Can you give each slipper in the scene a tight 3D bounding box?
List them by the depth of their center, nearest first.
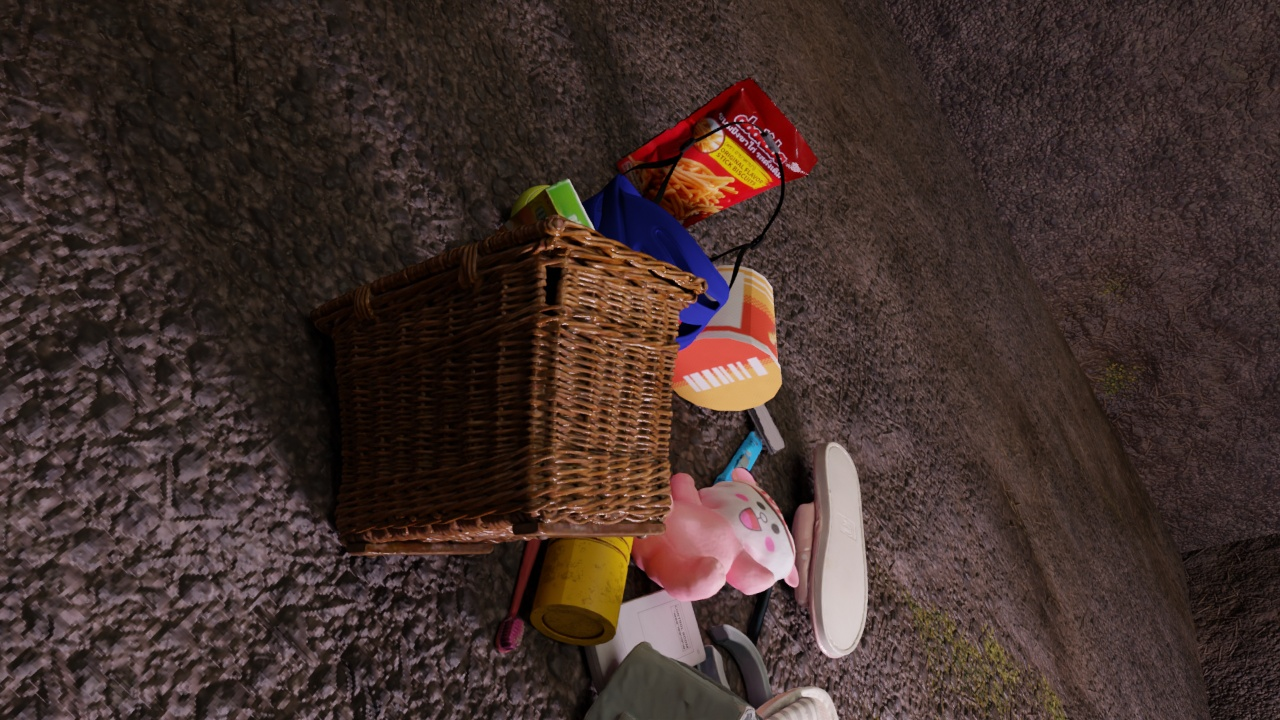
[{"bbox_3d":[0.106,0.383,0.820,0.271,0.054,0.114,-20,94,-45],"label":"slipper"},{"bbox_3d":[0.223,0.222,1.103,0.114,0.055,0.273,40,44,-33],"label":"slipper"}]

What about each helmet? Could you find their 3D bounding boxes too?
[{"bbox_3d":[0.041,-0.114,0.838,0.148,0.228,0.241,48,14,-33],"label":"helmet"}]

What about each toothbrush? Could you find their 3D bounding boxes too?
[{"bbox_3d":[-0.086,0.152,0.758,0.016,0.017,0.189,43,40,-28],"label":"toothbrush"}]

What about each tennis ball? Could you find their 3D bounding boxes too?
[{"bbox_3d":[-0.092,-0.135,0.882,0.065,0.065,0.065,31,47,-40],"label":"tennis ball"}]

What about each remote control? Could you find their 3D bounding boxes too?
[{"bbox_3d":[0.003,0.249,0.817,0.150,0.019,0.074,2,69,-54],"label":"remote control"},{"bbox_3d":[0.136,0.049,1.117,0.033,0.013,0.136,-14,77,-56],"label":"remote control"}]

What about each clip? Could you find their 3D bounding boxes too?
[{"bbox_3d":[0.116,0.328,0.914,0.163,0.028,0.114,62,36,-8],"label":"clip"}]

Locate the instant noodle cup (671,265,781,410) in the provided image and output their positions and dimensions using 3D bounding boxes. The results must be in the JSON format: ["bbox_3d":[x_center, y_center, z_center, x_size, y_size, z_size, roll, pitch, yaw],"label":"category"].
[{"bbox_3d":[0.097,-0.030,1.016,0.123,0.124,0.120,41,43,-32],"label":"instant noodle cup"}]

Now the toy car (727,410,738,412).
[{"bbox_3d":[0.101,0.014,1.079,0.040,0.037,0.092,15,59,-49],"label":"toy car"}]

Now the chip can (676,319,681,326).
[{"bbox_3d":[-0.005,0.005,0.899,0.052,0.052,0.214,50,45,-21],"label":"chip can"}]

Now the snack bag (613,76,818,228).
[{"bbox_3d":[0.082,-0.229,1.050,0.139,0.208,0.066,45,39,-29],"label":"snack bag"}]

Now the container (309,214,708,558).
[{"bbox_3d":[-0.095,0.036,0.631,0.162,0.251,0.183,14,68,-50],"label":"container"}]

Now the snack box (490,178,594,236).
[{"bbox_3d":[-0.068,-0.068,0.775,0.027,0.168,0.132,-29,96,-24],"label":"snack box"}]

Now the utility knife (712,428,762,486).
[{"bbox_3d":[0.119,0.114,1.063,0.031,0.015,0.185,58,33,-10],"label":"utility knife"}]

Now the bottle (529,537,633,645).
[{"bbox_3d":[-0.041,0.149,0.775,0.071,0.071,0.163,43,40,-30],"label":"bottle"}]

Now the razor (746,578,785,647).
[{"bbox_3d":[0.133,0.263,0.987,0.143,0.022,0.043,-51,152,-49],"label":"razor"}]

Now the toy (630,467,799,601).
[{"bbox_3d":[0.078,0.172,0.902,0.212,0.084,0.142,-1,48,-51],"label":"toy"}]

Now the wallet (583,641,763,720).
[{"bbox_3d":[0.023,0.284,0.700,0.054,0.132,0.100,41,71,-39],"label":"wallet"}]
